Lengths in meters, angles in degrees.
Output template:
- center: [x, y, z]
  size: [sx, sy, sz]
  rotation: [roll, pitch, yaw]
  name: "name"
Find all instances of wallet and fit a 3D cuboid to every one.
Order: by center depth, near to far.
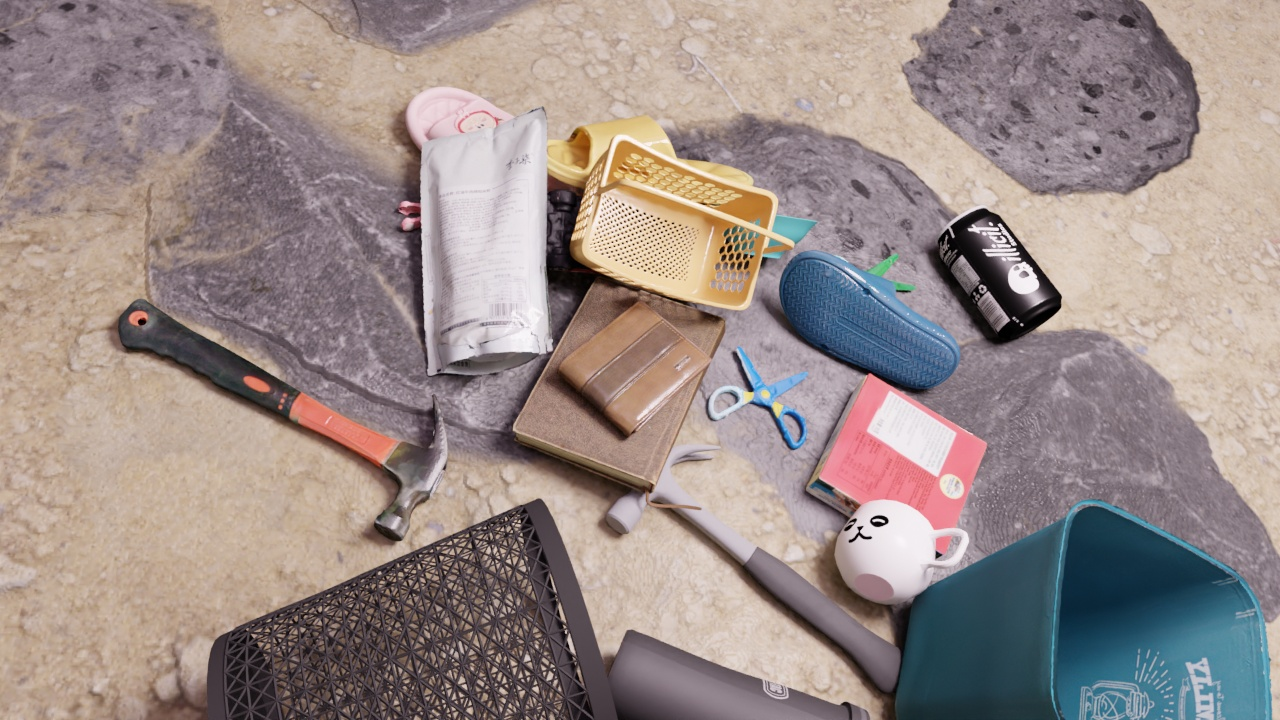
- center: [-0.005, 0.005, 0.877]
  size: [0.098, 0.027, 0.120]
  rotation: [40, 59, 18]
  name: "wallet"

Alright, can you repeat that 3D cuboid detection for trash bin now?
- center: [-0.161, 0.241, 0.669]
  size: [0.243, 0.217, 0.216]
  rotation: [-15, 66, -14]
  name: "trash bin"
- center: [0.343, 0.254, 0.753]
  size: [0.199, 0.219, 0.196]
  rotation: [27, 59, -9]
  name: "trash bin"

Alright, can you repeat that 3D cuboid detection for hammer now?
- center: [-0.330, 0.033, 0.841]
  size: [0.333, 0.033, 0.132]
  rotation: [26, 60, 3]
  name: "hammer"
- center: [0.123, 0.195, 0.859]
  size: [0.311, 0.030, 0.124]
  rotation: [37, 60, 8]
  name: "hammer"

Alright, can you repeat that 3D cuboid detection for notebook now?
- center: [0.002, 0.026, 0.899]
  size: [0.190, 0.035, 0.214]
  rotation: [21, 56, 10]
  name: "notebook"

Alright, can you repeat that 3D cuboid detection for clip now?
- center: [-0.232, -0.158, 0.978]
  size: [0.058, 0.023, 0.050]
  rotation: [-36, 76, -22]
  name: "clip"

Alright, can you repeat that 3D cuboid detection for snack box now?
- center: [0.262, 0.108, 0.934]
  size: [0.145, 0.040, 0.142]
  rotation: [31, 59, 4]
  name: "snack box"

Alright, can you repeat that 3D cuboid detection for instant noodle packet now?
- center: [-0.155, -0.121, 0.925]
  size: [0.147, 0.057, 0.268]
  rotation: [-10, 69, 15]
  name: "instant noodle packet"

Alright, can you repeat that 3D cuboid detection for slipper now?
- center: [0.244, -0.043, 0.990]
  size: [0.213, 0.104, 0.059]
  rotation: [33, 37, -3]
  name: "slipper"
- center: [0.010, -0.227, 1.008]
  size: [0.263, 0.078, 0.099]
  rotation: [4, 27, -25]
  name: "slipper"
- center: [-0.158, -0.233, 1.016]
  size: [0.221, 0.056, 0.106]
  rotation: [37, 58, 7]
  name: "slipper"

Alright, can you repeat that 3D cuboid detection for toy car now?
- center: [-0.038, -0.132, 0.978]
  size: [0.189, 0.056, 0.081]
  rotation: [3, 91, -19]
  name: "toy car"

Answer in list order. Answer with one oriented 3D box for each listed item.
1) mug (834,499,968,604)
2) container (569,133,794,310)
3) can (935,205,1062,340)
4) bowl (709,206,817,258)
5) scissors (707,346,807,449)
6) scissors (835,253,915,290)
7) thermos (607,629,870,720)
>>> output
- center: [0.240, 0.179, 0.844]
  size: [0.090, 0.124, 0.076]
  rotation: [55, 45, -21]
  name: "mug"
- center: [0.036, -0.127, 0.889]
  size: [0.183, 0.167, 0.129]
  rotation: [17, 85, -22]
  name: "container"
- center: [0.414, -0.102, 1.065]
  size: [0.080, 0.080, 0.146]
  rotation: [-20, 68, -23]
  name: "can"
- center: [0.134, -0.141, 1.025]
  size: [0.121, 0.121, 0.046]
  rotation: [7, 100, -10]
  name: "bowl"
- center: [0.126, 0.040, 0.958]
  size: [0.129, 0.013, 0.125]
  rotation: [-16, 67, -24]
  name: "scissors"
- center: [0.256, -0.098, 1.066]
  size: [0.129, 0.012, 0.117]
  rotation: [-38, 76, -27]
  name: "scissors"
- center: [0.076, 0.298, 0.752]
  size: [0.218, 0.106, 0.105]
  rotation: [22, 58, 5]
  name: "thermos"
